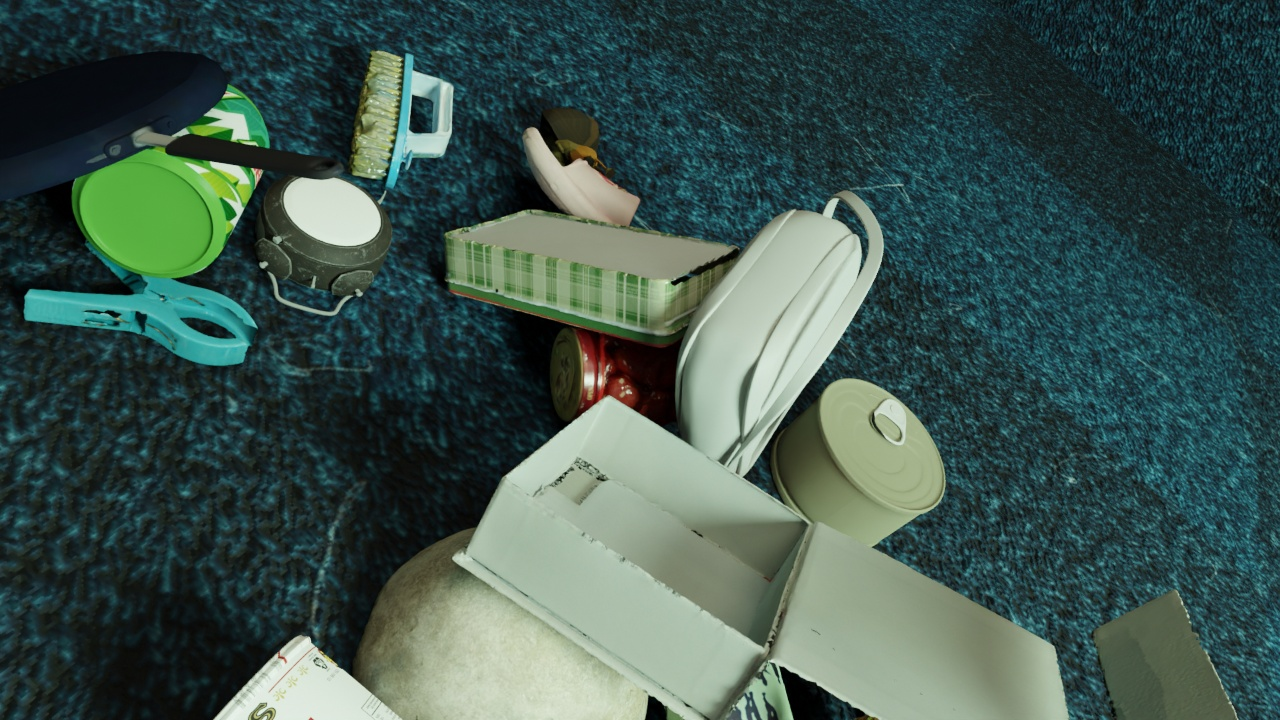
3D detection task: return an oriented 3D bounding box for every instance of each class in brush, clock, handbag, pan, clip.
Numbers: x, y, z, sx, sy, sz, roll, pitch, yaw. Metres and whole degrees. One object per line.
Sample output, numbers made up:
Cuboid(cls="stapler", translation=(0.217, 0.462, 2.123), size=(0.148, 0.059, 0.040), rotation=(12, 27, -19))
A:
Cuboid(cls="brush", translation=(-0.195, -0.191, 0.755), size=(0.075, 0.056, 0.135), rotation=(12, 48, -22))
Cuboid(cls="clock", translation=(-0.224, -0.091, 0.653), size=(0.091, 0.044, 0.122), rotation=(17, 46, -24))
Cuboid(cls="handbag", translation=(0.101, 0.008, 0.675), size=(0.096, 0.223, 0.215), rotation=(27, 57, 20))
Cuboid(cls="pan", translation=(-0.278, -0.123, 0.490), size=(0.357, 0.021, 0.198), rotation=(15, 44, 32))
Cuboid(cls="clip", translation=(-0.298, -0.027, 0.556), size=(0.119, 0.027, 0.102), rotation=(24, 46, -17))

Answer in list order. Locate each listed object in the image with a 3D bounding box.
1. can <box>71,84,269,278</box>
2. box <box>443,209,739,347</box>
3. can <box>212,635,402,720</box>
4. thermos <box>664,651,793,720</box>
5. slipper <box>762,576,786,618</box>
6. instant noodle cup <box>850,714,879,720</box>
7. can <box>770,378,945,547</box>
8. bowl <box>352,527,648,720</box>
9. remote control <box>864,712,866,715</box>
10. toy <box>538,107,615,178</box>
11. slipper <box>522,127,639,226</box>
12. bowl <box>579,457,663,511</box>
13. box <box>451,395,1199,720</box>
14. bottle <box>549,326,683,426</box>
Cuboid(cls="can", translation=(-0.289, -0.121, 0.581), size=(0.083, 0.083, 0.144), rotation=(20, 29, -21))
Cuboid(cls="box", translation=(-0.037, -0.067, 0.684), size=(0.206, 0.051, 0.117), rotation=(15, 25, 28))
Cuboid(cls="can", translation=(-0.143, 0.198, 0.422), size=(0.116, 0.087, 0.086), rotation=(40, 41, 0))
Cuboid(cls="thermos", translation=(0.062, 0.265, 0.524), size=(0.082, 0.083, 0.231), rotation=(11, 48, -30))
Cuboid(cls="slipper", translation=(0.135, 0.179, 0.631), size=(0.249, 0.059, 0.103), rotation=(33, -4, 25))
Cuboid(cls="instant noodle cup", translation=(0.155, 0.261, 0.569), size=(0.097, 0.109, 0.097), rotation=(20, 45, -22))
Cuboid(cls="can", translation=(0.181, 0.088, 0.770), size=(0.127, 0.073, 0.127), rotation=(20, 44, -21))
Cuboid(cls="bowl", translation=(-0.061, 0.163, 0.520), size=(0.178, 0.081, 0.178), rotation=(21, 45, -23))
Cuboid(cls="remote control", translation=(0.213, 0.273, 0.663), size=(0.114, 0.028, 0.060), rotation=(31, 42, -10))
Cuboid(cls="toy", translation=(-0.059, -0.197, 0.859), size=(0.100, 0.062, 0.076), rotation=(49, 3, 33))
Cuboid(cls="slipper", translation=(-0.020, -0.121, 0.796), size=(0.221, 0.056, 0.106), rotation=(44, 6, -7))
Cuboid(cls="bowl", translation=(-0.013, 0.090, 0.651), size=(0.106, 0.039, 0.106), rotation=(20, 44, -21))
Cuboid(cls="box", translation=(0.098, 0.138, 0.504), size=(0.368, 0.099, 0.165), rotation=(25, 21, 11))
Cuboid(cls="bottle", translation=(-0.004, 0.004, 0.687), size=(0.111, 0.099, 0.098), rotation=(2, 53, -25))
